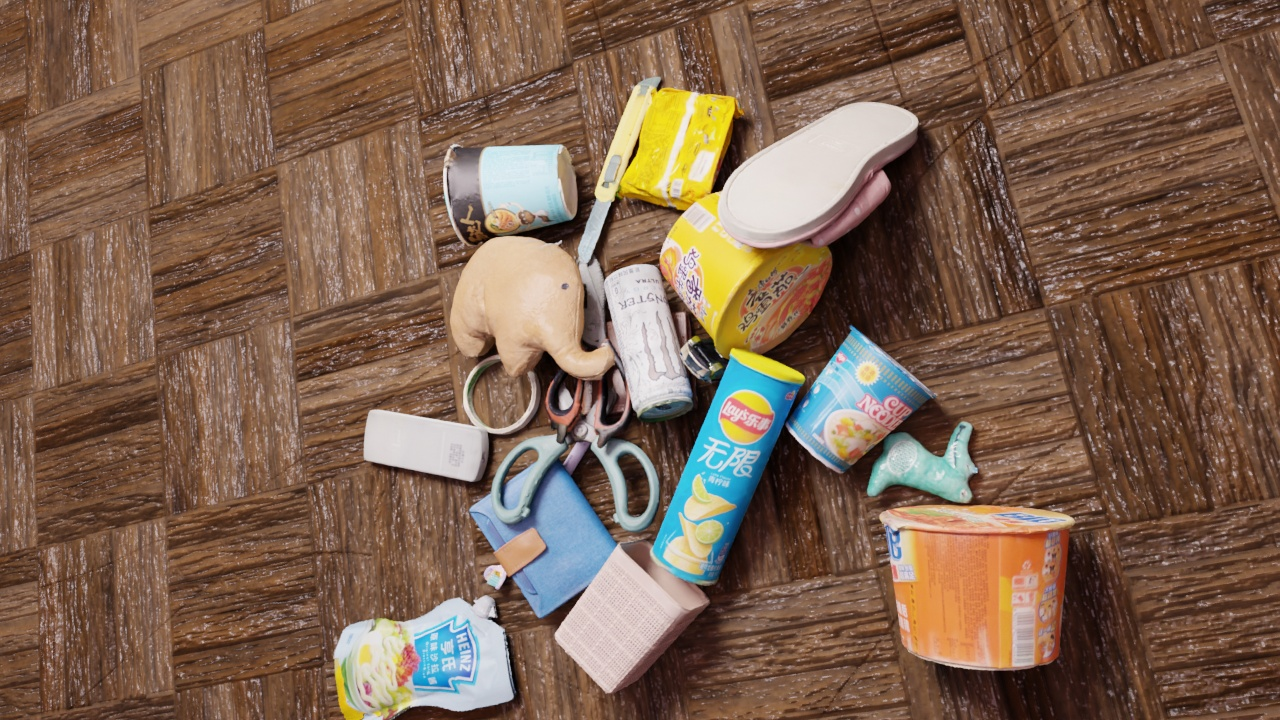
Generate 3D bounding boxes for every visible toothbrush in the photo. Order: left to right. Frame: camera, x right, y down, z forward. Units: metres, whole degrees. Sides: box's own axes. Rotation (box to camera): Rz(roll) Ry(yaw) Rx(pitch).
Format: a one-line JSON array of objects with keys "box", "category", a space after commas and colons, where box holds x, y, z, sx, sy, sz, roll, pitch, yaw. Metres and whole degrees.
[{"box": [-0.102, 0.150, 0.942, 0.029, 0.021, 0.189, 32, 89, 39], "category": "toothbrush"}]

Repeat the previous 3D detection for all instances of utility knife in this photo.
[{"box": [-0.025, -0.206, 0.984, 0.031, 0.022, 0.219, 16, 87, 29], "category": "utility knife"}]

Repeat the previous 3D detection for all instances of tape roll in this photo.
[{"box": [-0.148, 0.036, 0.981, 0.086, 0.014, 0.085, -3, 79, 17], "category": "tape roll"}]

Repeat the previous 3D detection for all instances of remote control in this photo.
[{"box": [-0.232, 0.091, 0.990, 0.150, 0.021, 0.058, 8, 92, 21], "category": "remote control"}]

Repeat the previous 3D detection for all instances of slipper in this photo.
[{"box": [0.166, -0.163, 0.831, 0.114, 0.054, 0.273, 24, 47, 29], "category": "slipper"}]

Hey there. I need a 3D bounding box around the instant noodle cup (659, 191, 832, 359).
[{"box": [0.092, -0.085, 0.865, 0.138, 0.138, 0.110, -46, 57, 5], "category": "instant noodle cup"}]

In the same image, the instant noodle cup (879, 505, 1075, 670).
[{"box": [0.275, 0.182, 0.753, 0.151, 0.151, 0.111, -2, 87, 17], "category": "instant noodle cup"}]

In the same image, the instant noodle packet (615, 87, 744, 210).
[{"box": [0.042, -0.215, 0.950, 0.111, 0.044, 0.128, 16, 82, 26], "category": "instant noodle packet"}]

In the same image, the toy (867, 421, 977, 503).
[{"box": [0.262, 0.093, 0.831, 0.092, 0.030, 0.096, 21, 79, 15], "category": "toy"}]

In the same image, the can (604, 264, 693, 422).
[{"box": [0.007, -0.017, 0.887, 0.058, 0.058, 0.146, -19, 69, 14], "category": "can"}]

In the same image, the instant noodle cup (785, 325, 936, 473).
[{"box": [0.193, 0.041, 0.834, 0.099, 0.099, 0.110, 43, 102, 20], "category": "instant noodle cup"}]

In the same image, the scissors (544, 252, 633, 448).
[{"box": [-0.061, -0.015, 0.929, 0.192, 0.015, 0.207, -43, 60, -9], "category": "scissors"}]

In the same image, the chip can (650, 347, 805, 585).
[{"box": [0.078, 0.097, 0.844, 0.071, 0.071, 0.210, 26, 101, 20], "category": "chip can"}]

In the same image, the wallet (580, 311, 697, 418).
[{"box": [-0.006, 0.005, 0.933, 0.125, 0.032, 0.101, -7, 75, 16], "category": "wallet"}]

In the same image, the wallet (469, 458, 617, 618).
[{"box": [-0.094, 0.173, 0.911, 0.106, 0.040, 0.133, -34, 81, -4], "category": "wallet"}]

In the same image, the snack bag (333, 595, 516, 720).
[{"box": [-0.223, 0.310, 0.944, 0.191, 0.039, 0.110, -16, 64, 14], "category": "snack bag"}]

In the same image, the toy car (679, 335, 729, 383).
[{"box": [0.067, 0.002, 0.878, 0.035, 0.090, 0.042, -48, 69, 21], "category": "toy car"}]

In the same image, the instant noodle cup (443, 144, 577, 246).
[{"box": [-0.133, -0.182, 0.974, 0.120, 0.111, 0.111, -5, 78, 11], "category": "instant noodle cup"}]

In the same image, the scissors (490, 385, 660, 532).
[{"box": [-0.053, 0.111, 0.887, 0.180, 0.019, 0.170, 35, 79, 23], "category": "scissors"}]

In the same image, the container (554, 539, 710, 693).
[{"box": [-0.010, 0.241, 0.861, 0.090, 0.090, 0.111, 40, 97, 20], "category": "container"}]

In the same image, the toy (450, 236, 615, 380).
[{"box": [-0.108, -0.053, 0.918, 0.226, 0.082, 0.143, 19, 99, 44], "category": "toy"}]
